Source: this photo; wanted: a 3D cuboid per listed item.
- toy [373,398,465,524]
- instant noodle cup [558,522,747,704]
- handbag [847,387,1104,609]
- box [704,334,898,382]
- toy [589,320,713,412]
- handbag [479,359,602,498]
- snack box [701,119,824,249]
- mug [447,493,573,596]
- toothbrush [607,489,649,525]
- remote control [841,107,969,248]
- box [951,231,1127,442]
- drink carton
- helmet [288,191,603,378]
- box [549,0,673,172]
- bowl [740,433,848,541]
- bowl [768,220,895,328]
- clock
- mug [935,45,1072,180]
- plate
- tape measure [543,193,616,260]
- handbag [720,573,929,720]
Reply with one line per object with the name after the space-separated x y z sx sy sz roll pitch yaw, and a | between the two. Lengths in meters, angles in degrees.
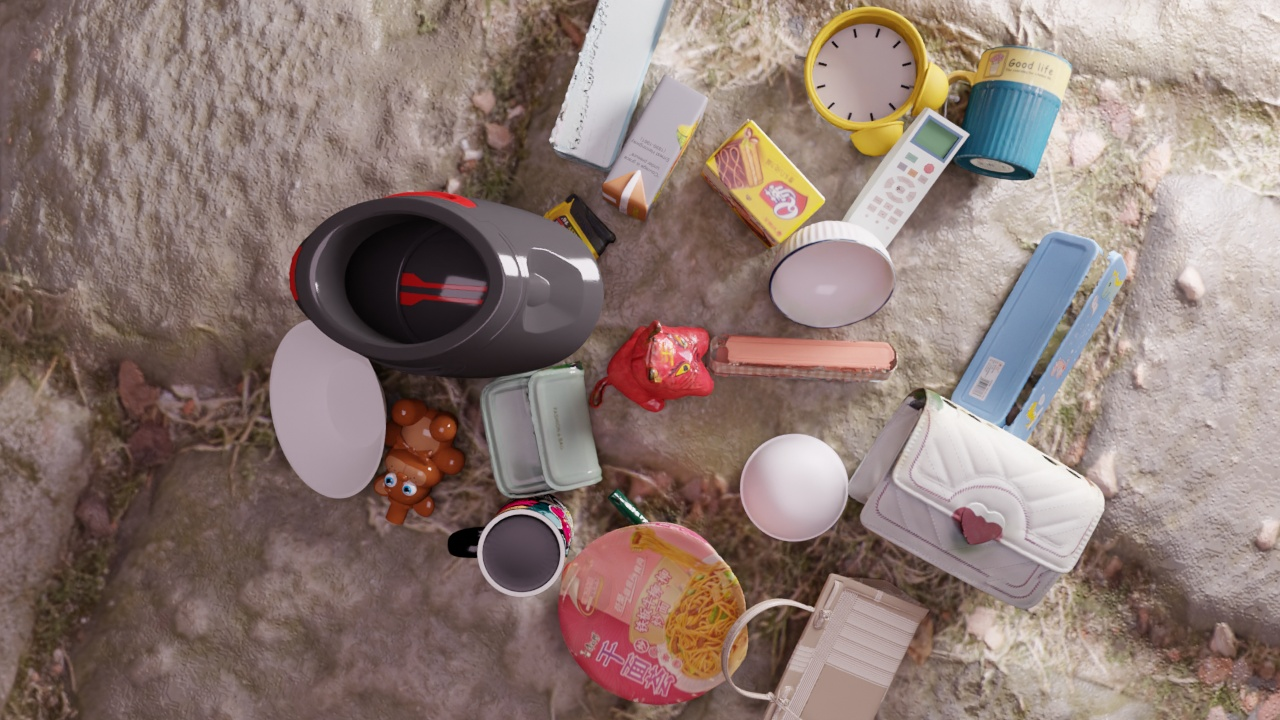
-0.227 0.103 0.910 0.095 0.065 0.128 24 97 9 | toy
0.015 0.233 0.893 0.179 0.077 0.179 1 99 9 | instant noodle cup
0.318 0.131 0.874 0.198 0.096 0.142 28 106 -2 | handbag
0.158 -0.002 0.920 0.188 0.062 0.058 5 66 3 | box
-0.005 0.005 0.886 0.133 0.094 0.088 -21 75 29 | toy
-0.099 0.068 0.904 0.106 0.067 0.122 -10 92 0 | handbag
0.115 -0.168 0.884 0.061 0.083 0.106 -43 92 3 | snack box
-0.127 0.176 0.892 0.118 0.098 0.082 -1 92 1 | mug
0.036 0.204 0.932 0.016 0.017 0.190 -43 91 5 | toothbrush
0.250 -0.172 0.889 0.049 0.024 0.144 27 113 -15 | remote control
0.394 -0.023 0.914 0.074 0.077 0.209 33 94 43 | box
0.013 -0.203 0.890 0.048 0.076 0.125 29 88 -1 | drink carton
-0.165 -0.066 0.847 0.265 0.170 0.164 4 90 8 | helmet
-0.025 -0.288 0.904 0.083 0.066 0.199 19 92 -25 | box
0.157 0.130 0.916 0.110 0.040 0.110 0 92 1 | bowl
0.182 -0.092 0.886 0.118 0.118 0.062 4 50 0 | bowl
0.227 -0.269 0.891 0.114 0.052 0.152 -42 87 12 | clock
0.341 -0.239 0.887 0.114 0.083 0.107 18 96 28 | mug
-0.294 0.045 0.897 0.174 0.036 0.174 6 101 34 | plate
-0.068 -0.123 0.910 0.064 0.037 0.065 -43 89 1 | tape measure
0.156 0.280 0.869 0.197 0.062 0.175 24 92 -31 | handbag
